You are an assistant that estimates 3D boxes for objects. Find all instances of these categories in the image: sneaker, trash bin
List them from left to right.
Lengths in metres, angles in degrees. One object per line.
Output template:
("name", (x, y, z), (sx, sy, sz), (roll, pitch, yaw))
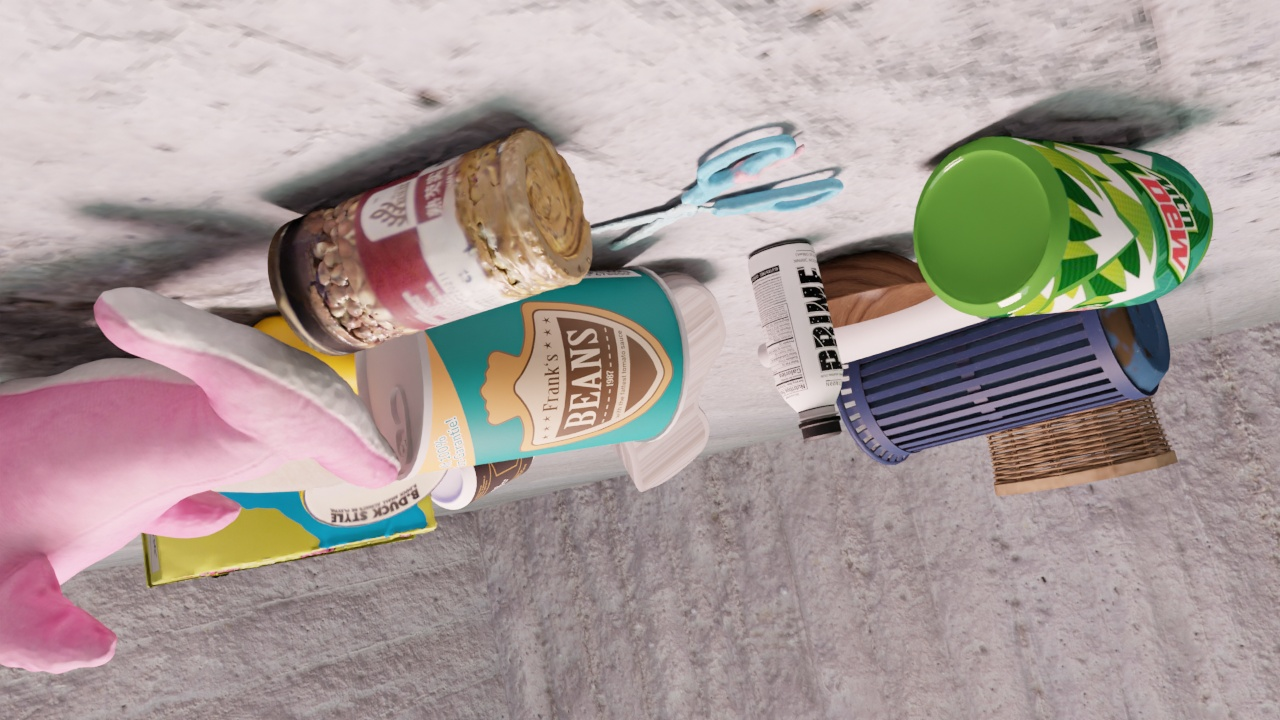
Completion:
("sneaker", (-0.004, 0.004, 0.633), (0.099, 0.089, 0.237), (-35, 154, -20))
("trash bin", (0.311, -0.002, 0.806), (0.139, 0.139, 0.250), (-2, 165, -46))

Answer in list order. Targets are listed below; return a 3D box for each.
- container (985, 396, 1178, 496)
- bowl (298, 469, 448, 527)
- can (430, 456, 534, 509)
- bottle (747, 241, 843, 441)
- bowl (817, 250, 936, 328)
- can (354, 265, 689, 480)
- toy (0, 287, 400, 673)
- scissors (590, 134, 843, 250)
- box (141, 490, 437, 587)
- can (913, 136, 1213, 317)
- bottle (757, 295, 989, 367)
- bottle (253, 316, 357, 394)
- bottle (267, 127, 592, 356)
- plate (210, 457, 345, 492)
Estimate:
("container", (0.469, 0.036, 1.029), (0.227, 0.196, 0.227), (-11, 171, -2))
("bowl", (-0.214, 0.067, 0.718), (0.117, 0.067, 0.117), (-24, 145, -18))
("can", (-0.171, 0.106, 0.973), (0.072, 0.072, 0.128), (-17, -177, 28))
("bottle", (0.095, -0.010, 0.545), (0.041, 0.116, 0.041), (-11, 171, -2))
("bowl", (0.142, -0.049, 0.627), (0.119, 0.032, 0.119), (-11, 171, -2))
("can", (-0.062, 0.002, 0.477), (0.143, 0.099, 0.099), (-6, 169, -33))
("toy", (-0.241, 0.063, 0.389), (0.266, 0.127, 0.187), (-16, 144, 18))
("scissors", (0.038, -0.074, 0.433), (0.117, 0.015, 0.139), (-3, 174, -38))
("box", (-0.290, 0.107, 0.762), (0.220, 0.124, 0.080), (-7, 170, -38))
("can", (0.213, -0.066, 0.458), (0.143, 0.083, 0.083), (-5, 169, -34))
("bottle", (0.174, -0.029, 0.725), (0.052, 0.052, 0.196), (-3, 167, -45))
("bottle", (-0.161, -0.002, 0.500), (0.043, 0.043, 0.143), (-20, 167, 42))
("bottle", (-0.076, -0.041, 0.336), (0.105, 0.056, 0.056), (-15, 170, 20))
("plate", (-0.252, 0.042, 0.532), (0.189, 0.027, 0.189), (0, 159, 0))
